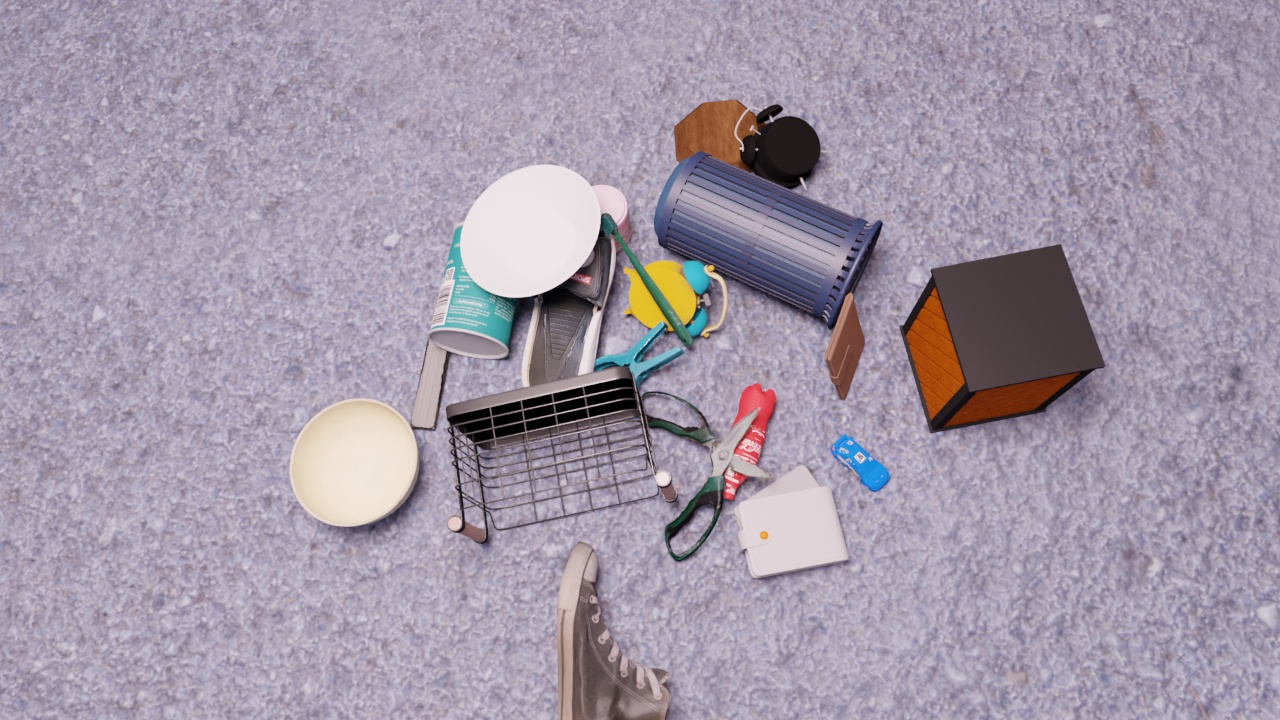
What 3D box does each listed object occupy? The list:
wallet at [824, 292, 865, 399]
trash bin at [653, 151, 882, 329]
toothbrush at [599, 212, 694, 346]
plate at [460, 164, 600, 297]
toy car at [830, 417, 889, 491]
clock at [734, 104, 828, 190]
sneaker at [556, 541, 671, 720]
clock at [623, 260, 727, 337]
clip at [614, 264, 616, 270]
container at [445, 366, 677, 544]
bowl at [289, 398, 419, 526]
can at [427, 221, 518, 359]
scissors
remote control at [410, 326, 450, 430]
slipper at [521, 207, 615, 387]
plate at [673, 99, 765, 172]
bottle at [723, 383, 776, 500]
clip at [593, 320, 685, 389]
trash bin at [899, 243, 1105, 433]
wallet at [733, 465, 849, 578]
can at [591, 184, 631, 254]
[{"bbox_3d":[0.240,-0.014,1.073,0.013,0.121,0.087,15,72,26],"label":"wallet"},{"bbox_3d":[0.148,-0.153,1.117,0.249,0.139,0.139,26,75,14],"label":"trash bin"},{"bbox_3d":[0.006,-0.095,1.098,0.016,0.017,0.190,-27,103,33],"label":"toothbrush"},{"bbox_3d":[-0.124,-0.145,1.079,0.174,0.036,0.173,-6,67,15],"label":"plate"},{"bbox_3d":[0.251,0.107,1.060,0.033,0.062,0.092,-43,74,-10],"label":"toy car"},{"bbox_3d":[0.177,-0.277,1.185,0.120,0.043,0.091,33,76,-8],"label":"clock"},{"bbox_3d":[-0.029,0.315,0.998,0.120,0.095,0.234,-4,69,0],"label":"sneaker"},{"bbox_3d":[0.043,-0.077,1.127,0.130,0.099,0.043,8,30,12],"label":"clock"},{"bbox_3d":[-0.058,-0.118,1.179,0.050,0.029,0.013,-17,72,6],"label":"clip"},{"bbox_3d":[-0.092,0.111,1.027,0.241,0.163,0.130,-13,71,2],"label":"container"},{"bbox_3d":[-0.329,0.128,1.090,0.151,0.075,0.150,-2,71,4],"label":"bowl"},{"bbox_3d":[-0.199,-0.086,1.139,0.099,0.099,0.143,7,72,7],"label":"can"},{"bbox_3d":[0.055,0.117,1.079,0.206,0.015,0.202,39,97,31],"label":"scissors"},{"bbox_3d":[-0.261,0.020,1.154,0.033,0.013,0.136,5,74,6],"label":"remote control"},{"bbox_3d":[-0.095,-0.075,1.106,0.111,0.063,0.264,11,94,20],"label":"slipper"},{"bbox_3d":[0.107,-0.299,1.226,0.131,0.025,0.131,-1,71,4],"label":"plate"},{"bbox_3d":[0.124,0.096,1.084,0.042,0.042,0.141,16,74,9],"label":"bottle"},{"bbox_3d":[-0.001,0.022,1.112,0.130,0.030,0.120,-19,71,16],"label":"clip"},{"bbox_3d":[0.396,-0.018,1.033,0.140,0.172,0.139,-11,71,0],"label":"trash bin"},{"bbox_3d":[0.168,0.183,1.055,0.118,0.037,0.115,-10,71,-3],"label":"wallet"},{"bbox_3d":[-0.047,-0.178,1.171,0.067,0.076,0.067,-1,71,4],"label":"can"}]
